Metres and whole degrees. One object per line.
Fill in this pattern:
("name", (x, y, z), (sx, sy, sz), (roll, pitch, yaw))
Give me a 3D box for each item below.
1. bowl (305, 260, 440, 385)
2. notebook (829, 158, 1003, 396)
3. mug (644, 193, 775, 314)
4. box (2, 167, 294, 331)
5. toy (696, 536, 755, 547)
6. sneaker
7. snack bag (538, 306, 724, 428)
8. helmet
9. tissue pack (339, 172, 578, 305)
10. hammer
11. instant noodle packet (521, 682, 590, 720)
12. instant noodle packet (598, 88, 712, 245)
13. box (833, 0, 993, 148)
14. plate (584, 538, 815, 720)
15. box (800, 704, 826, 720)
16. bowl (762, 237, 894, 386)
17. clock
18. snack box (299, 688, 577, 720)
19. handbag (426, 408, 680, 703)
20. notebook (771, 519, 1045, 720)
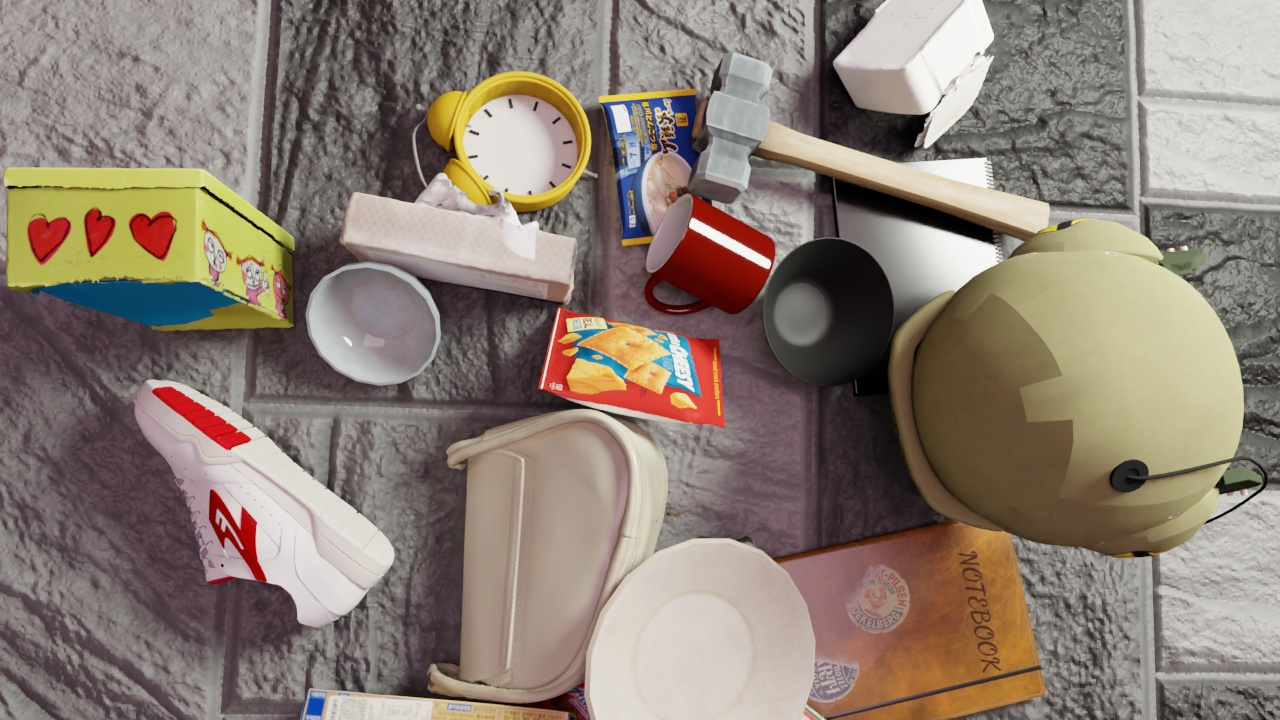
("bowl", (-0.212, -0.035, 0.746), (0.106, 0.039, 0.106), (0, 117, 1))
("notebook", (0.255, -0.076, 0.826), (0.149, 0.016, 0.206), (-4, 85, -6))
("mug", (0.050, -0.077, 0.775), (0.082, 0.073, 0.106), (25, 123, -19))
("box", (-0.336, -0.074, 0.660), (0.124, 0.221, 0.082), (-2, 84, -4))
("toy", (0.083, 0.194, 0.759), (0.080, 0.036, 0.099), (-10, 89, 34))
("sneaker", (-0.315, 0.120, 0.716), (0.236, 0.090, 0.104), (40, 87, -5))
("snack bag", (-0.004, 0.005, 0.747), (0.144, 0.130, 0.039), (12, 122, -5))
("helmet", (0.305, 0.027, 0.689), (0.232, 0.256, 0.250), (-9, 84, -10))
("tissue pack", (-0.139, -0.098, 0.743), (0.181, 0.104, 0.071), (14, 81, -4))
("hammer", (0.202, -0.163, 0.795), (0.322, 0.051, 0.117), (15, 78, -8))
("instant noodle packet", (-0.064, 0.320, 0.741), (0.135, 0.040, 0.098), (-26, 81, -7))
("instant noodle packet", (0.016, -0.170, 0.804), (0.087, 0.026, 0.134), (-8, 85, -11))
("box", (0.258, -0.248, 0.818), (0.110, 0.103, 0.130), (-50, 128, -8))
("plate", (0.045, 0.227, 0.690), (0.188, 0.027, 0.188), (1, 88, -22))
("box", (0.087, 0.369, 0.736), (0.117, 0.050, 0.205), (39, 88, 3))
("bowl", (0.150, -0.041, 0.787), (0.124, 0.052, 0.124), (-1, 93, -18))
("clock", (-0.115, -0.182, 0.780), (0.151, 0.052, 0.113), (-12, 86, -12))
("snack box", (-0.154, 0.291, 0.702), (0.207, 0.057, 0.056), (3, 64, 6))
("handbag", (-0.070, 0.157, 0.745), (0.184, 0.132, 0.229), (0, 80, 19))
("notebook", (0.216, 0.241, 0.790), (0.249, 0.014, 0.178), (-10, 85, -7))
